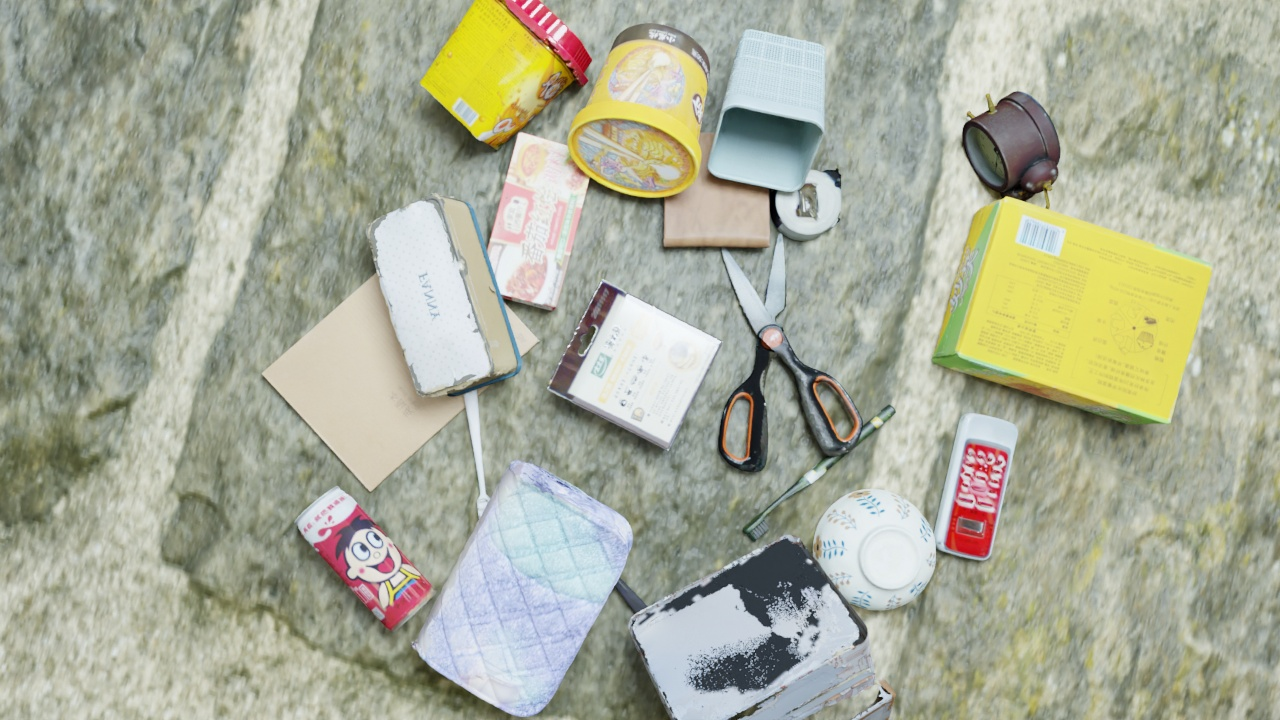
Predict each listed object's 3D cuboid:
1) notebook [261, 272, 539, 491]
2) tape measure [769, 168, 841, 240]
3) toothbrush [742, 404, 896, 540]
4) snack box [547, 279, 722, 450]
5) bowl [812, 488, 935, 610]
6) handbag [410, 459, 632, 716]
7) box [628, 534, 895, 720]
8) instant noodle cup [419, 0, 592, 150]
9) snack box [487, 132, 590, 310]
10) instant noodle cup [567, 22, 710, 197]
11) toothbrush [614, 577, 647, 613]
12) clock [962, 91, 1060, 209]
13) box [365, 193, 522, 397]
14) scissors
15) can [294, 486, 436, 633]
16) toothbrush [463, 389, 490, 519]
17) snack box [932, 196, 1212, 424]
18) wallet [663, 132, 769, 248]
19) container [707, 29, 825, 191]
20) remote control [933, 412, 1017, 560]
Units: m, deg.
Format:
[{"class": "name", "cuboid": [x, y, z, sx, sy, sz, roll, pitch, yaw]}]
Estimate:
[{"class": "notebook", "cuboid": [-0.222, -0.004, 0.856, 0.211, 0.012, 0.149, -42, 91, -4]}, {"class": "tape measure", "cuboid": [0.157, -0.148, 0.870, 0.066, 0.033, 0.066, -2, 87, -1]}, {"class": "toothbrush", "cuboid": [0.172, 0.106, 0.869, 0.185, 0.012, 0.017, -39, 95, -4]}, {"class": "snack box", "cuboid": [-0.005, 0.005, 0.844, 0.125, 0.053, 0.113, 27, 86, -1]}, {"class": "bowl", "cuboid": [0.221, 0.177, 0.843, 0.113, 0.062, 0.113, 0, 88, -4]}, {"class": "handbag", "cuboid": [-0.100, 0.201, 0.810, 0.134, 0.075, 0.194, 29, 94, 3]}, {"class": "box", "cuboid": [0.117, 0.295, 0.815, 0.183, 0.156, 0.193, -26, 132, -8]}, {"class": "instant noodle cup", "cuboid": [-0.124, -0.265, 0.830, 0.116, 0.116, 0.124, 43, 98, 1]}, {"class": "snack box", "cuboid": [-0.097, -0.129, 0.855, 0.075, 0.025, 0.152, 15, 84, -7]}, {"class": "instant noodle cup", "cuboid": [0.006, -0.226, 0.823, 0.118, 0.119, 0.114, 15, 68, -2]}, {"class": "toothbrush", "cuboid": [-0.021, 0.207, 0.854, 0.015, 0.018, 0.181, -41, 92, -4]}, {"class": "clock", "cuboid": [0.351, -0.192, 0.858, 0.055, 0.082, 0.122, -28, 88, 0]}, {"class": "box", "cuboid": [-0.171, -0.049, 0.811, 0.090, 0.059, 0.184, -17, 90, 19]}, {"class": "scissors", "cuboid": [0.121, 0.003, 0.864, 0.222, 0.022, 0.210, 45, 89, 5]}, {"class": "can", "cuboid": [-0.247, 0.178, 0.824, 0.053, 0.053, 0.133, -42, 90, -4]}, {"class": "toothbrush", "cuboid": [-0.154, 0.061, 0.847, 0.016, 0.016, 0.180, -7, 91, -5]}, {"class": "snack box", "cuboid": [0.400, -0.043, 0.858, 0.210, 0.070, 0.157, 18, 86, -2]}, {"class": "wallet", "cuboid": [0.072, -0.163, 0.871, 0.101, 0.020, 0.115, 0, 82, 0]}, {"class": "container", "cuboid": [0.117, -0.230, 0.830, 0.090, 0.090, 0.111, 12, 60, -1]}, {"class": "remote control", "cuboid": [0.318, 0.119, 0.871, 0.056, 0.020, 0.136, 15, 87, -1]}]
